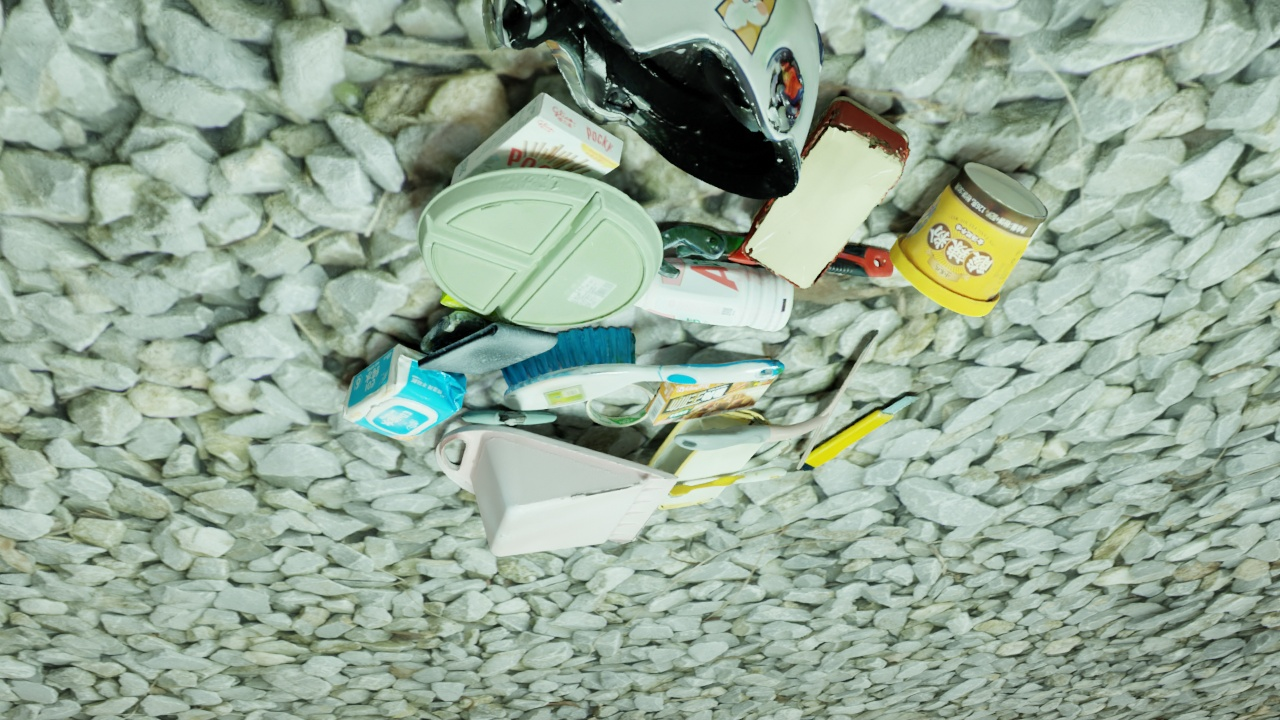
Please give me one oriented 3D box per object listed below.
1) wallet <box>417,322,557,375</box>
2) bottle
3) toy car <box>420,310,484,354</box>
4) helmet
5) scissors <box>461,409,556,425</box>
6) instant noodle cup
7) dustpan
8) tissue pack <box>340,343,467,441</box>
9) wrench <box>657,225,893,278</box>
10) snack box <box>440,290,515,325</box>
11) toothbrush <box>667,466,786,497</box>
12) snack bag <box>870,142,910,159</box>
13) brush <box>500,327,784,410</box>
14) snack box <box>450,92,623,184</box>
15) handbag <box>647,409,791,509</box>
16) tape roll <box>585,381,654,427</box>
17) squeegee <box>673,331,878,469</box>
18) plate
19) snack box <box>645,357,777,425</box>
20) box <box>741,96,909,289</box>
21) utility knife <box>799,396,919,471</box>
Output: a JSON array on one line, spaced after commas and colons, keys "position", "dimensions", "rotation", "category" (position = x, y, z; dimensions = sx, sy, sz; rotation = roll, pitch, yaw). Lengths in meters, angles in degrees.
[{"position": [-0.163, -0.010, 0.974], "dimensions": [0.121, 0.019, 0.097], "rotation": [-22, 162, 29], "category": "wallet"}, {"position": [0.058, -0.074, 0.963], "dimensions": [0.197, 0.068, 0.068], "rotation": [6, 137, -11], "category": "bottle"}, {"position": [-0.202, -0.029, 0.984], "dimensions": [0.043, 0.034, 0.091], "rotation": [22, 147, -31], "category": "toy car"}, {"position": [0.031, -0.248, 0.672], "dimensions": [0.273, 0.230, 0.157], "rotation": [27, 89, -37], "category": "helmet"}, {"position": [-0.169, 0.064, 1.051], "dimensions": [0.132, 0.019, 0.185], "rotation": [0, 177, 9], "category": "scissors"}, {"position": [0.330, -0.124, 0.914], "dimensions": [0.118, 0.118, 0.115], "rotation": [13, 128, -22], "category": "instant noodle cup"}, {"position": [-0.114, 0.150, 1.174], "dimensions": [0.273, 0.138, 0.223], "rotation": [-5, 150, -24], "category": "dustpan"}, {"position": [-0.266, 0.042, 1.031], "dimensions": [0.090, 0.063, 0.140], "rotation": [28, 141, -34], "category": "tissue pack"}, {"position": [0.140, -0.109, 0.950], "dimensions": [0.273, 0.056, 0.016], "rotation": [0, 163, -16], "category": "wrench"}, {"position": [-0.131, -0.088, 0.921], "dimensions": [0.085, 0.026, 0.157], "rotation": [20, 145, -27], "category": "snack box"}, {"position": [0.116, 0.160, 1.203], "dimensions": [0.191, 0.016, 0.018], "rotation": [-6, 154, -31], "category": "toothbrush"}, {"position": [0.214, -0.174, 0.899], "dimensions": [0.048, 0.026, 0.104], "rotation": [24, 132, -14], "category": "snack bag"}, {"position": [-0.006, 0.006, 1.009], "dimensions": [0.315, 0.109, 0.061], "rotation": [-12, 134, 6], "category": "brush"}, {"position": [-0.095, -0.172, 0.812], "dimensions": [0.084, 0.026, 0.157], "rotation": [24, 153, -31], "category": "snack box"}, {"position": [0.109, 0.124, 1.214], "dimensions": [0.178, 0.063, 0.164], "rotation": [0, 141, -32], "category": "handbag"}, {"position": [-0.025, 0.052, 1.132], "dimensions": [0.086, 0.013, 0.086], "rotation": [-5, 139, -4], "category": "tape roll"}, {"position": [0.153, 0.082, 1.104], "dimensions": [0.249, 0.040, 0.248], "rotation": [-9, 139, -27], "category": "squeegee"}, {"position": [-0.093, -0.094, 0.854], "dimensions": [0.230, 0.027, 0.231], "rotation": [2, 151, 1], "category": "plate"}, {"position": [0.085, 0.035, 1.084], "dimensions": [0.153, 0.026, 0.075], "rotation": [-7, 144, -33], "category": "snack box"}, {"position": [0.172, -0.149, 0.861], "dimensions": [0.091, 0.079, 0.169], "rotation": [30, 132, -4], "category": "box"}, {"position": [0.290, 0.096, 1.231], "dimensions": [0.033, 0.015, 0.196], "rotation": [26, 129, -37], "category": "utility knife"}]
